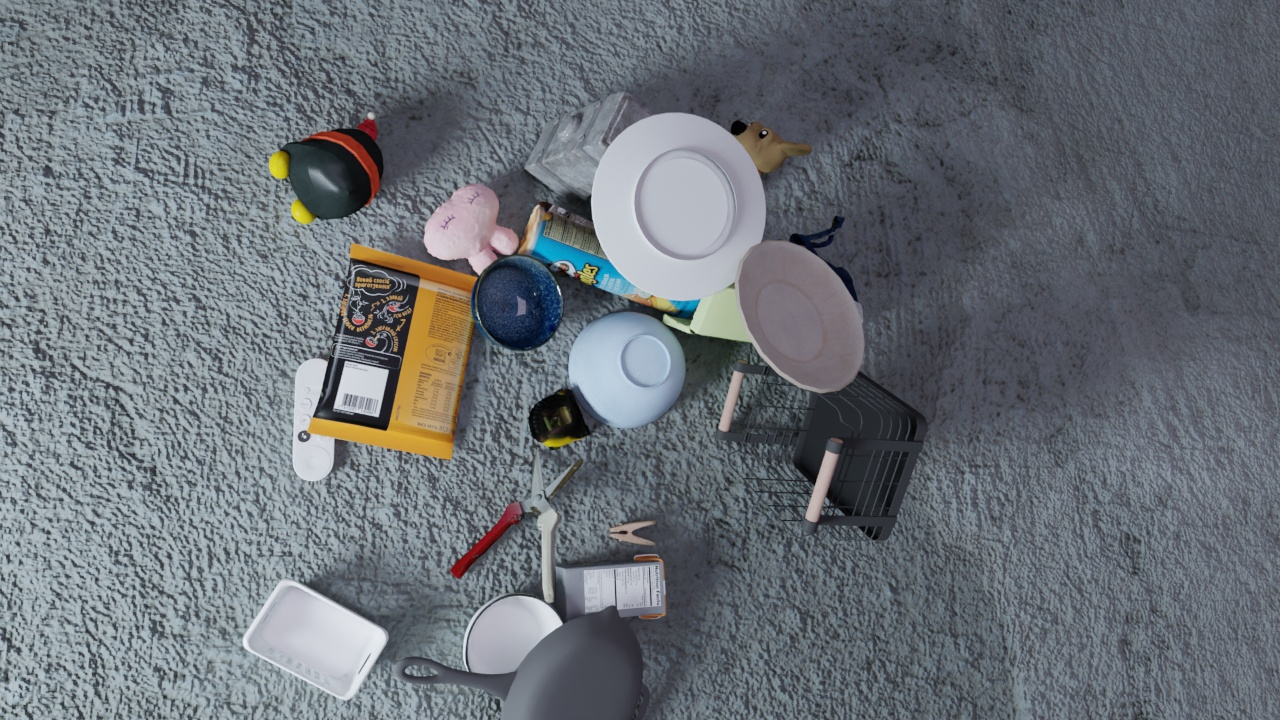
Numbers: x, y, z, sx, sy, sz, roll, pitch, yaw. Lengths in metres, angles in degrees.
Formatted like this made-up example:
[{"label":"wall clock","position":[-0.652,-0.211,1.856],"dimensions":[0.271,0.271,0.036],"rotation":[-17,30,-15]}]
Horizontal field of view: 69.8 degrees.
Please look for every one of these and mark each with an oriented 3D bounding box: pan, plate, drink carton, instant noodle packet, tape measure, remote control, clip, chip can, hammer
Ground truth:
[{"label":"pan","position":[-0.108,0.357,0.984],"dimensions":[0.354,0.024,0.216],"rotation":[28,82,-39]},{"label":"plate","position":[0.177,-0.048,1.043],"dimensions":[0.188,0.027,0.188],"rotation":[15,60,-28]},{"label":"plate","position":[0.048,-0.171,1.016],"dimensions":[0.208,0.015,0.208],"rotation":[0,91,-19]},{"label":"drink carton","position":[-0.035,0.272,1.089],"dimensions":[0.124,0.049,0.076],"rotation":[0,82,-20]},{"label":"instant noodle packet","position":[-0.273,-0.009,1.052],"dimensions":[0.159,0.032,0.220],"rotation":[14,77,-24]},{"label":"tape measure","position":[-0.101,0.071,1.101],"dimensions":[0.062,0.038,0.067],"rotation":[-21,90,-21]},{"label":"remote control","position":[-0.363,0.066,1.021],"dimensions":[0.043,0.013,0.136],"rotation":[2,81,-20]},{"label":"clip","position":[-0.007,0.217,1.122],"dimensions":[0.060,0.024,0.041],"rotation":[-10,83,-11]},{"label":"chip can","position":[-0.034,-0.123,1.137],"dimensions":[0.229,0.080,0.079],"rotation":[19,76,-18]},{"label":"hammer","position":[0.026,-0.196,1.150],"dimensions":[0.326,0.177,0.079],"rotation":[34,71,-32]}]

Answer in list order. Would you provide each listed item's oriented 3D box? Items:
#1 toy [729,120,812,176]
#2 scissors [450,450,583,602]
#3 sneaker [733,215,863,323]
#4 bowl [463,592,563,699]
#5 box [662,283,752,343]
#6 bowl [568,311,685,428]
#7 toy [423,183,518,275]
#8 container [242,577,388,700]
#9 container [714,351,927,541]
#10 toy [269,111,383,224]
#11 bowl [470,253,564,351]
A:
[{"label":"toy","position":[0.147,-0.266,1.220],"dimensions":[0.105,0.134,0.108],"rotation":[31,99,-35]},{"label":"scissors","position":[-0.124,0.196,1.041],"dimensions":[0.198,0.179,0.015],"rotation":[-40,138,-7]},{"label":"sneaker","position":[0.181,-0.125,1.170],"dimensions":[0.294,0.121,0.127],"rotation":[14,64,-43]},{"label":"bowl","position":[-0.145,0.318,1.033],"dimensions":[0.116,0.066,0.116],"rotation":[3,81,-20]},{"label":"box","position":[0.136,-0.043,1.127],"dimensions":[0.187,0.131,0.064],"rotation":[8,68,-31]},{"label":"bowl","position":[-0.007,0.007,1.126],"dimensions":[0.150,0.075,0.150],"rotation":[3,81,-19]},{"label":"toy","position":[-0.198,-0.152,1.097],"dimensions":[0.105,0.053,0.108],"rotation":[43,68,-24]},{"label":"container","position":[-0.343,0.293,0.974],"dimensions":[0.129,0.050,0.080],"rotation":[34,72,-12]},{"label":"container","position":[0.206,0.096,1.092],"dimensions":[0.130,0.241,0.163],"rotation":[5,109,-23]},{"label":"toy","position":[-0.338,-0.217,1.034],"dimensions":[0.098,0.100,0.118],"rotation":[76,31,-41]},{"label":"bowl","position":[-0.155,-0.066,1.087],"dimensions":[0.114,0.061,0.114],"rotation":[2,87,-35]}]
